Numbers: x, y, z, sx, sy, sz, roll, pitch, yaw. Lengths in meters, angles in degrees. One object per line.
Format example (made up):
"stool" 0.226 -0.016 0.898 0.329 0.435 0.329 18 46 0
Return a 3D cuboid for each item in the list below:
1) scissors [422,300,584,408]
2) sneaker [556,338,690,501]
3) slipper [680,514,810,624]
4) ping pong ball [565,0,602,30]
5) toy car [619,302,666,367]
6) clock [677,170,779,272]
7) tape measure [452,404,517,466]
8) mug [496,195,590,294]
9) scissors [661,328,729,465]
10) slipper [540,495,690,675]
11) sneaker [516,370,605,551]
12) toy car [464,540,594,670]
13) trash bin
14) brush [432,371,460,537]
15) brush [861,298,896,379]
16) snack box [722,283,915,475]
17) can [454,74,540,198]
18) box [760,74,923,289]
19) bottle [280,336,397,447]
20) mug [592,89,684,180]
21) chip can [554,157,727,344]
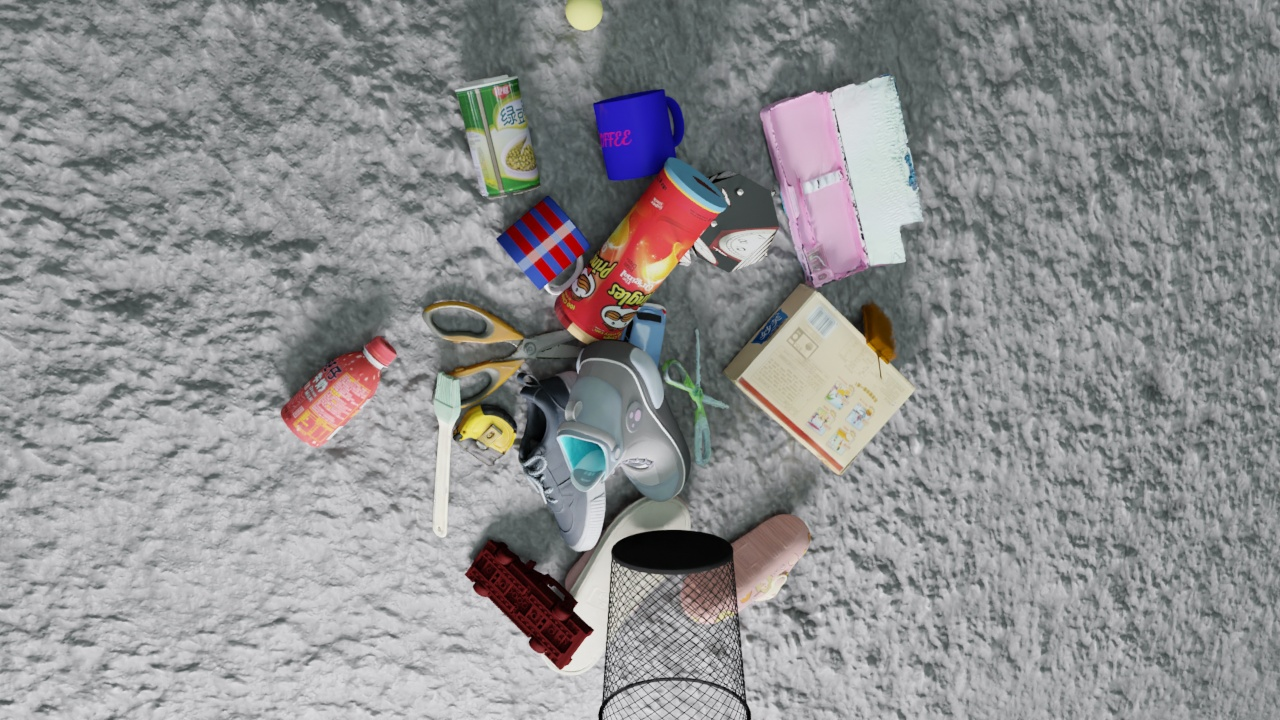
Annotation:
"scissors" -0.151 -0.002 1.086 0.225 0.016 0.175 10 104 -17
"sneaker" -0.022 0.111 1.036 0.093 0.160 0.257 1 134 25
"slipper" 0.149 0.288 1.218 0.197 0.093 0.081 -36 123 -3
"ping pong ball" -0.060 -0.375 0.984 0.040 0.040 0.040 -4 107 -14
"toy car" -0.007 0.006 1.106 0.056 0.055 0.153 8 104 -17
"clock" 0.086 -0.163 1.074 0.154 0.065 0.115 1 106 -16
"tape measure" -0.182 0.085 1.092 0.065 0.037 0.064 42 93 -22
"mug" -0.100 -0.122 1.040 0.076 0.075 0.112 -40 138 -1
"scissors" 0.069 0.042 1.112 0.171 0.021 0.172 26 55 -53
"slipper" -0.036 0.282 1.182 0.114 0.054 0.274 36 92 -22
"sneaker" -0.101 0.124 1.096 0.087 0.089 0.236 -12 104 -25
"toy car" -0.132 0.296 1.128 0.170 0.061 0.070 38 98 21
"trash bin" 0.039 0.325 1.095 0.184 0.184 0.210 -3 98 -14
"brush" -0.233 0.116 1.084 0.012 0.033 0.218 -24 129 -53
"brush" 0.301 -0.023 1.146 0.048 0.126 0.017 41 123 -22
"snack box" 0.230 0.026 1.175 0.207 0.055 0.153 40 93 -22
"can" -0.152 -0.241 0.986 0.067 0.067 0.121 -15 110 -10
"box" 0.247 -0.215 1.105 0.161 0.061 0.230 -15 110 11
"bottle" -0.331 0.030 1.023 0.137 0.062 0.062 -44 112 0
"mug" 0.006 -0.256 1.025 0.111 0.079 0.083 -27 114 -36
"chip can" -0.002 -0.115 1.017 0.087 0.087 0.214 30 117 -21
